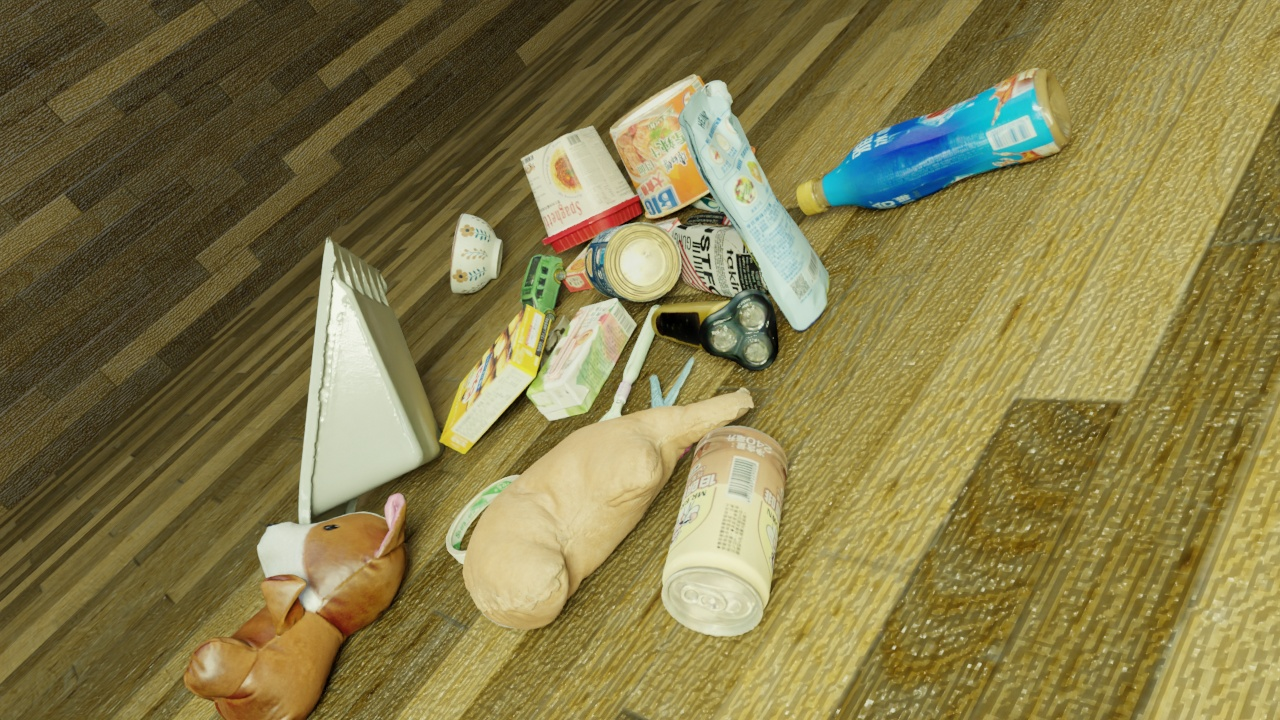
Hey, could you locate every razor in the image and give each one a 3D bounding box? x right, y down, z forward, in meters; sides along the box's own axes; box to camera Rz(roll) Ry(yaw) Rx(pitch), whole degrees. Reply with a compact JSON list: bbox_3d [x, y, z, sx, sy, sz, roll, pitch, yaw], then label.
[{"bbox_3d":[0.053,-0.028,0.751,0.067,0.062,0.168,-13,10,-23],"label":"razor"}]

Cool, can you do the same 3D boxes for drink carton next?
[{"bbox_3d":[-0.054,-0.003,0.856,0.054,0.045,0.122,-14,34,40],"label":"drink carton"}]

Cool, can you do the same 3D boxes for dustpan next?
[{"bbox_3d":[-0.281,0.047,0.859,0.142,0.257,0.223,-23,0,-5],"label":"dustpan"}]

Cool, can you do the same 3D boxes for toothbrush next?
[{"bbox_3d":[0.087,-0.166,0.988,0.016,0.018,0.191,-40,25,-5],"label":"toothbrush"},{"bbox_3d":[-0.005,0.005,0.810,0.029,0.020,0.189,5,37,13],"label":"toothbrush"}]

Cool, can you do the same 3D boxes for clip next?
[{"bbox_3d":[-0.095,-0.015,0.949,0.072,0.034,0.100,-33,20,10],"label":"clip"}]

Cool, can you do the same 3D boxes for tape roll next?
[{"bbox_3d":[-0.121,0.129,0.749,0.086,0.014,0.085,-30,25,16],"label":"tape roll"}]

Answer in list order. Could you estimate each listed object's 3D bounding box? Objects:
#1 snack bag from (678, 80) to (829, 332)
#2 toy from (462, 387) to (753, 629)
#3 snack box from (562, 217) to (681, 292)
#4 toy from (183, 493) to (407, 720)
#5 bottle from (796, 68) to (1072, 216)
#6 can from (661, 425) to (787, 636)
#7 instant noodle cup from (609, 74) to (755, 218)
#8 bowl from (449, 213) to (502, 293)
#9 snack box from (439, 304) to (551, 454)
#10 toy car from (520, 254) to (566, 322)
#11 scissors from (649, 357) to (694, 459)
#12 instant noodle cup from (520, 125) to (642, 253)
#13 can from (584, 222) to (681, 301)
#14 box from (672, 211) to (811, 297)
[{"bbox_3d":[0.087,-0.119,0.696,0.039,0.191,0.110,-16,32,36],"label":"snack bag"},{"bbox_3d":[-0.026,0.083,0.617,0.225,0.082,0.143,-43,20,-15],"label":"toy"},{"bbox_3d":[-0.021,-0.117,1.037,0.153,0.025,0.075,-4,40,50],"label":"snack box"},{"bbox_3d":[-0.262,0.189,0.721,0.199,0.130,0.140,-44,5,-33],"label":"toy"},{"bbox_3d":[0.227,-0.164,0.743,0.219,0.065,0.065,-16,32,40],"label":"bottle"},{"bbox_3d":[0.050,0.094,0.527,0.059,0.058,0.116,-22,29,30],"label":"can"},{"bbox_3d":[0.042,-0.252,1.068,0.151,0.111,0.151,-30,19,11],"label":"instant noodle cup"},{"bbox_3d":[-0.231,-0.148,1.307,0.062,0.114,0.113,8,29,-5],"label":"bowl"},{"bbox_3d":[-0.141,0.019,0.889,0.141,0.033,0.086,-47,22,36],"label":"snack box"},{"bbox_3d":[-0.116,-0.079,1.058,0.043,0.036,0.091,-6,70,48],"label":"toy car"},{"bbox_3d":[0.008,0.049,0.716,0.113,0.017,0.134,-37,25,13],"label":"scissors"},{"bbox_3d":[-0.076,-0.213,1.135,0.117,0.124,0.116,-18,12,35],"label":"instant noodle cup"},{"bbox_3d":[-0.009,-0.096,0.897,0.075,0.075,0.111,-40,12,-6],"label":"can"},{"bbox_3d":[0.092,-0.106,0.839,0.087,0.076,0.163,-21,16,-18],"label":"box"}]
